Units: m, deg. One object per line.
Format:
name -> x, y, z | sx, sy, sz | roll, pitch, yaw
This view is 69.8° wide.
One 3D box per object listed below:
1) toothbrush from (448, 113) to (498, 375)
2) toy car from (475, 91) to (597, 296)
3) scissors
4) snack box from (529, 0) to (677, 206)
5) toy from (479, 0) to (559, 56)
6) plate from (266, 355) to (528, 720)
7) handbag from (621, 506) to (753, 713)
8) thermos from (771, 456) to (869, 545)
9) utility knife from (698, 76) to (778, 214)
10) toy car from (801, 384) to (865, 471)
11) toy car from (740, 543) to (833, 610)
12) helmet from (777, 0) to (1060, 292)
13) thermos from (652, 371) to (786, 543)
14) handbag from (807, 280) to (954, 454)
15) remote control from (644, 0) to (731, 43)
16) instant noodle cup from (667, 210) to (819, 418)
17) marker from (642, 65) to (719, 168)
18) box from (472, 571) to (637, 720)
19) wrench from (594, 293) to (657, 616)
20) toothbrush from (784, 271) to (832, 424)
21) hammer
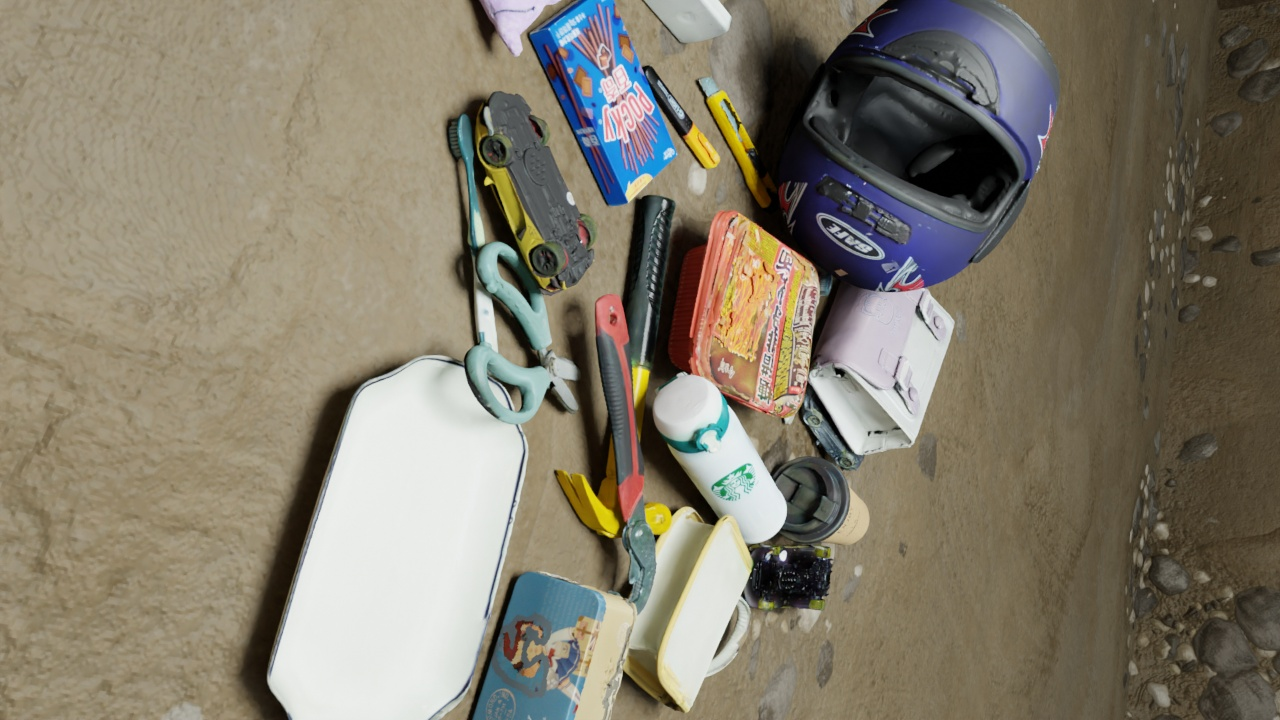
toothbrush -> -0.123, -0.082, 0.674 | 0.016, 0.018, 0.192 | -20, 109, -52
toy car -> -0.081, -0.126, 0.692 | 0.156, 0.041, 0.071 | 66, 32, -18
scissors -> -0.086, 0.006, 0.685 | 0.169, 0.019, 0.177 | -79, 152, -43
snack box -> -0.027, -0.218, 0.766 | 0.084, 0.026, 0.157 | -50, 127, -35
toy -> -0.089, -0.287, 0.681 | 0.084, 0.039, 0.107 | 53, 56, -26
plate -> -0.163, 0.128, 0.624 | 0.162, 0.034, 0.265 | 25, 73, -47
handbag -> 0.051, 0.243, 0.862 | 0.163, 0.063, 0.179 | -59, 141, -29
thermos -> 0.200, 0.162, 1.005 | 0.143, 0.093, 0.093 | 32, 68, -53
utility knife -> 0.102, -0.215, 0.921 | 0.173, 0.015, 0.033 | 53, 52, -37
toy car -> 0.221, 0.076, 1.060 | 0.120, 0.037, 0.054 | 51, 51, -25
toy car -> 0.156, 0.231, 0.988 | 0.158, 0.042, 0.070 | 14, 81, -42
helmet -> 0.254, -0.190, 0.901 | 0.240, 0.247, 0.315 | -59, 170, 4
thermos -> 0.074, 0.093, 0.832 | 0.073, 0.073, 0.224 | -65, 146, -24
handbag -> 0.274, -0.014, 1.048 | 0.145, 0.099, 0.196 | 45, 51, -18
remote control -> 0.023, -0.327, 0.794 | 0.135, 0.056, 0.019 | 33, 67, -44
instant noodle cup -> 0.093, -0.039, 0.873 | 0.188, 0.079, 0.164 | 24, 74, -48
marker -> 0.038, -0.224, 0.848 | 0.124, 0.015, 0.018 | 46, 54, -38
box -> -0.071, 0.258, 0.694 | 0.062, 0.090, 0.184 | 38, 63, -50
wrench -> -0.014, 0.081, 0.756 | 0.056, 0.016, 0.273 | -14, 104, -49
toothbrush -> 0.189, -0.016, 1.030 | 0.016, 0.017, 0.187 | 33, 67, -44
hammer -> -0.005, 0.005, 0.800 | 0.128, 0.033, 0.300 | 15, 81, -49
